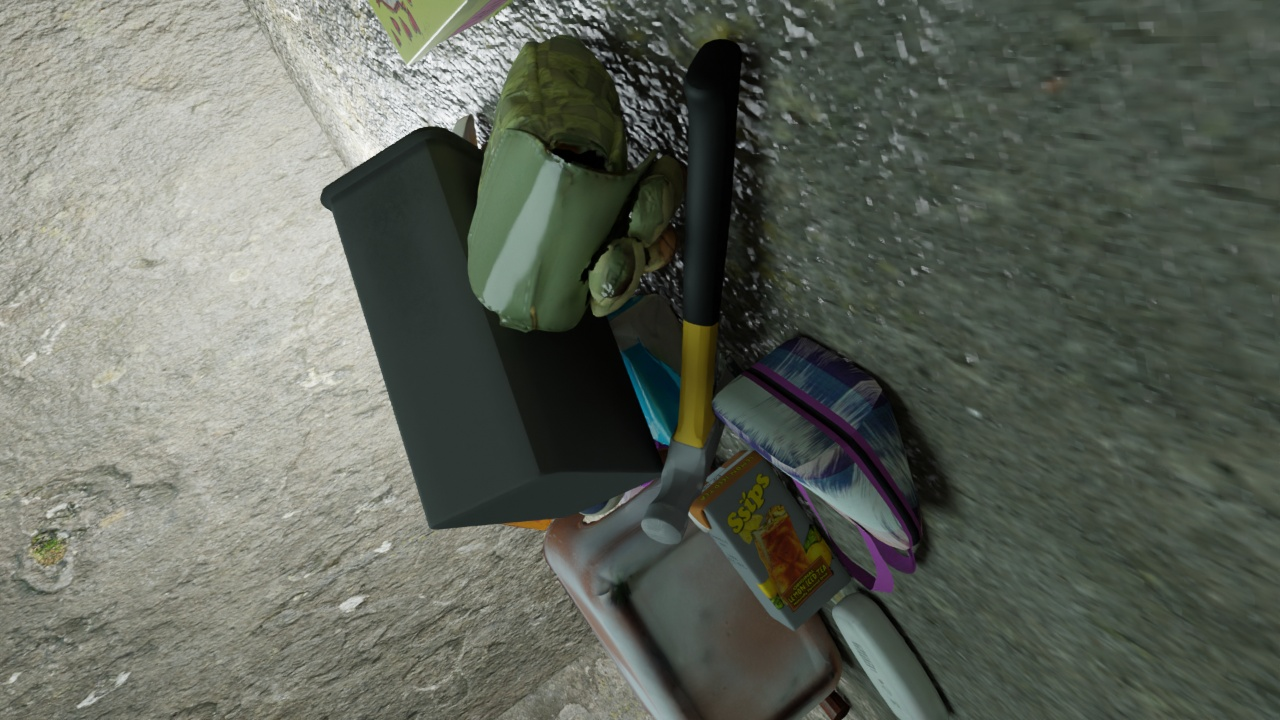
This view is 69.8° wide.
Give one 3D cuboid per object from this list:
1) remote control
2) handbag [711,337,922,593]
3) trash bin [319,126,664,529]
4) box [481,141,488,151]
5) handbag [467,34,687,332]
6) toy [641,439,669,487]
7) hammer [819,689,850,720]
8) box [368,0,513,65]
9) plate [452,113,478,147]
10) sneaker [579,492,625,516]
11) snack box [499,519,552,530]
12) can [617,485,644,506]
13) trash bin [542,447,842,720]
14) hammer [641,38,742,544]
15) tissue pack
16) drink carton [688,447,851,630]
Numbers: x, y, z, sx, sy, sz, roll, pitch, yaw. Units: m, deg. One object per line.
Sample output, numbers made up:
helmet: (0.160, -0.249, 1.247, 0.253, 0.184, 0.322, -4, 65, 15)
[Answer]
remote control: (0.188, 0.229, 0.697, 0.114, 0.028, 0.060, 57, 167, -2)
handbag: (0.117, 0.075, 0.539, 0.144, 0.068, 0.170, 40, 166, 53)
trash bin: (-0.088, -0.012, 0.603, 0.191, 0.098, 0.219, 17, -130, -67)
box: (-0.078, -0.124, 0.770, 0.186, 0.057, 0.060, 50, 125, 24)
handbag: (-0.029, -0.102, 0.514, 0.186, 0.117, 0.113, -93, 23, -49)
toy: (-0.011, 0.094, 0.969, 0.106, 0.088, 0.056, 55, 174, 4)
hammer: (0.129, 0.286, 1.053, 0.300, 0.028, 0.111, 46, 165, 36)
box: (-0.121, -0.257, 0.534, 0.124, 0.082, 0.221, 62, 167, -21)
plate: (-0.187, -0.138, 0.931, 0.187, 0.016, 0.186, 108, 169, -73)
sneaker: (-0.092, 0.050, 0.761, 0.233, 0.092, 0.118, 68, -156, -11)
snack box: (-0.095, 0.060, 0.943, 0.144, 0.080, 0.196, -94, 22, -48)
can: (-0.008, 0.131, 1.062, 0.078, 0.078, 0.136, 61, 166, -21)
trash bin: (0.052, 0.234, 0.875, 0.260, 0.181, 0.157, 60, 165, -13)
hammer: (0.034, -0.028, 0.518, 0.029, 0.126, 0.324, 16, 142, 14)
tissue pack: (-0.005, 0.005, 0.783, 0.117, 0.066, 0.209, 60, 168, -11)
drink carton: (0.097, 0.137, 0.712, 0.125, 0.076, 0.048, 54, 168, -8)
